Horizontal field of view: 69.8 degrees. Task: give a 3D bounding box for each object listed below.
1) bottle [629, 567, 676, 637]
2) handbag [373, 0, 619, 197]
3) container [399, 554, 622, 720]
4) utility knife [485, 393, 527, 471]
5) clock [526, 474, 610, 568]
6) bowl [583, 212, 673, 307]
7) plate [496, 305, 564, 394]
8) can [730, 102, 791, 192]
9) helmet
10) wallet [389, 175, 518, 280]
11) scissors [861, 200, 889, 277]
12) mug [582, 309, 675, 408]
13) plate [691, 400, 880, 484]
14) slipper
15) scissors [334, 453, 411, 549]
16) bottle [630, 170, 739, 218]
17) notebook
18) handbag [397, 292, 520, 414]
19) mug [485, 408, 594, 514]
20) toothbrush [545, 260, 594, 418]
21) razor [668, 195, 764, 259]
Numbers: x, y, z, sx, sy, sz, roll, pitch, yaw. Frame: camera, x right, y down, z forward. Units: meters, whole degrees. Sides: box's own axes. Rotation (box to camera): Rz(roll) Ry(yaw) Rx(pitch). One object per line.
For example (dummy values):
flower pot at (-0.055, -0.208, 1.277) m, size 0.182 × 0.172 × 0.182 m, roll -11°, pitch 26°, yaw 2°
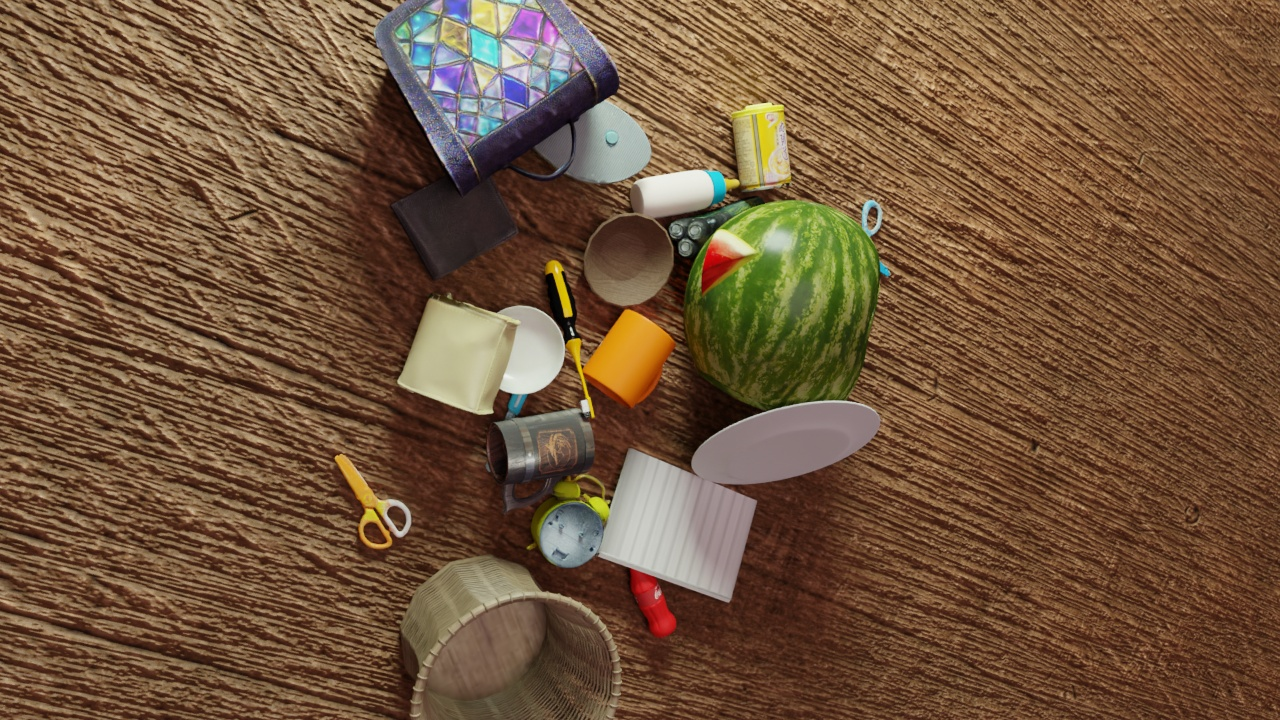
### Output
bottle at (0.010, 0.305, 1.199) m, size 0.036 × 0.036 × 0.119 m, roll -29°, pitch 106°, yaw -18°
handbag at (-0.147, -0.291, 0.974) m, size 0.204 × 0.125 × 0.222 m, roll -35°, pitch 96°, yaw -5°
container at (-0.162, 0.342, 1.041) m, size 0.226 × 0.196 × 0.227 m, roll -3°, pitch 98°, yaw -23°
utility knife at (-0.148, 0.051, 1.113) m, size 0.022 × 0.015 × 0.181 m, roll 21°, pitch 91°, yaw -18°
clock at (-0.085, 0.198, 1.133) m, size 0.083 × 0.057 × 0.119 m, roll 35°, pitch 83°, yaw -23°
bowl at (-0.018, -0.125, 1.130) m, size 0.117 × 0.030 × 0.118 m, roll -7°, pitch 111°, yaw -19°
plate at (-0.141, -0.012, 1.089) m, size 0.104 × 0.026 × 0.104 m, roll 0°, pitch 91°, yaw -1°
can at (0.155, -0.272, 1.173) m, size 0.067 × 0.068 × 0.105 m, roll -13°, pitch 102°, yaw -22°
helmet at (0.169, -0.074, 1.111) m, size 0.243 × 0.213 × 0.247 m, roll 13°, pitch 105°, yaw -37°
wallet at (-0.211, -0.162, 1.051) m, size 0.119 × 0.031 × 0.099 m, roll -33°, pitch 111°, yaw -19°
scissors at (0.299, -0.158, 1.283) m, size 0.137 × 0.011 × 0.134 m, roll -1°, pitch 98°, yaw -24°
mug at (-0.007, 0.007, 1.140) m, size 0.096 × 0.078 × 0.112 m, roll -55°, pitch 140°, yaw -9°
plate at (0.185, 0.114, 1.159) m, size 0.242 × 0.243 × 0.016 m, roll 2°, pitch 59°, yaw -24°
slipper at (-0.115, -0.288, 1.071) m, size 0.268 × 0.055 × 0.098 m, roll 30°, pitch 87°, yaw -13°
scissors at (-0.311, 0.157, 1.054) m, size 0.064 × 0.013 × 0.128 m, roll -31°, pitch 109°, yaw -18°
bottle at (0.060, -0.211, 1.148) m, size 0.146 × 0.051 × 0.051 m, roll -13°, pitch 102°, yaw -22°
notebook at (0.052, 0.219, 1.205) m, size 0.209 × 0.009 × 0.142 m, roll 25°, pitch 73°, yaw -24°
handbag at (-0.203, -0.010, 1.039) m, size 0.111 × 0.081 × 0.119 m, roll 19°, pitch 93°, yaw 7°
mug at (-0.120, 0.120, 1.092) m, size 0.107 × 0.080 × 0.116 m, roll -7°, pitch 105°, yaw -28°
toothbrush at (-0.082, -0.026, 1.095) m, size 0.030 × 0.031 × 0.196 m, roll -13°, pitch 82°, yaw -19°
razor at (0.103, -0.175, 1.165) m, size 0.151 × 0.067 × 0.054 m, roll -26°, pitch 91°, yaw -23°
